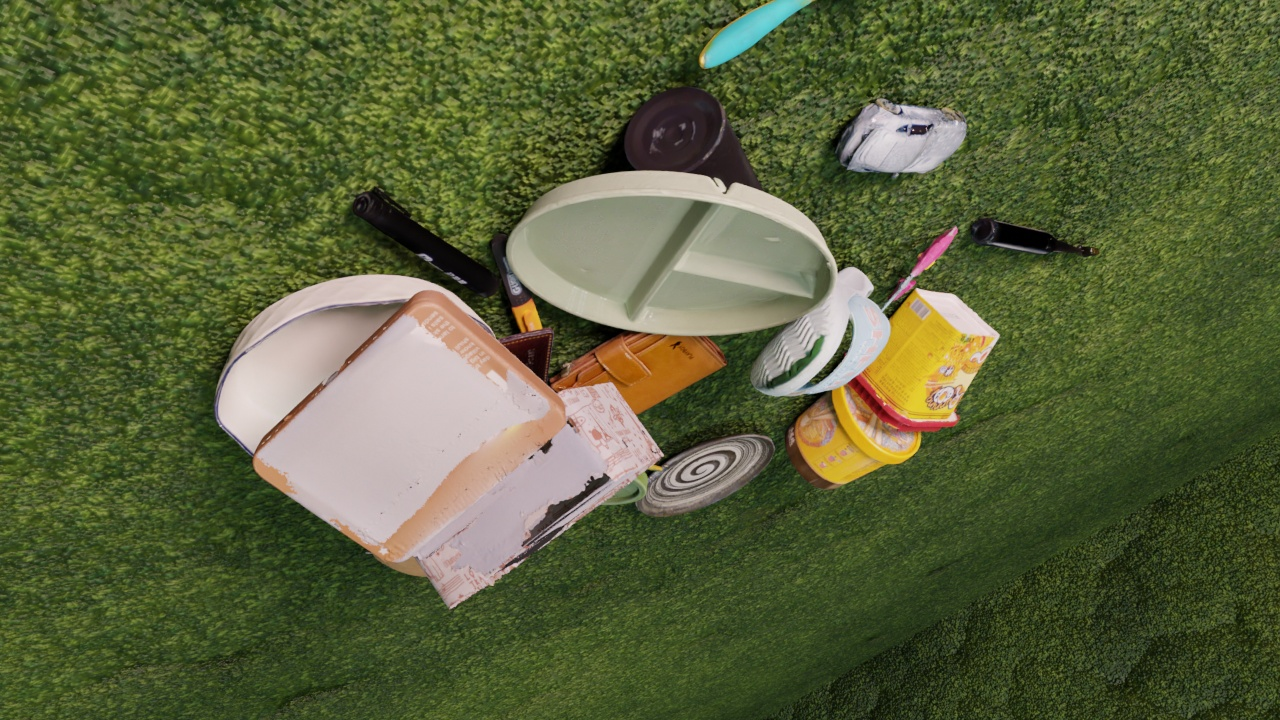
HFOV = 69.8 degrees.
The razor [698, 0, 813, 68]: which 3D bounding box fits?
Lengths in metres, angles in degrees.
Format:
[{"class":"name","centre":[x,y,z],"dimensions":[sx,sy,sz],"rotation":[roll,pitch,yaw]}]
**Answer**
[{"class":"razor","centre":[0.092,-0.215,0.561],"dimensions":[0.132,0.028,0.043],"rotation":[-29,126,2]}]

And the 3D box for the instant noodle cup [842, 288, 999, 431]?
[{"class":"instant noodle cup","centre":[0.298,-0.003,0.967],"dimensions":[0.116,0.116,0.124],"rotation":[3,128,-38]}]

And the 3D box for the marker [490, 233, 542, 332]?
[{"class":"marker","centre":[-0.093,-0.052,0.695],"dimensions":[0.018,0.015,0.124],"rotation":[-26,148,-10]}]

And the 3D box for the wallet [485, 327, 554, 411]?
[{"class":"wallet","centre":[-0.126,0.019,0.690],"dimensions":[0.122,0.020,0.097],"rotation":[-14,149,-24]}]

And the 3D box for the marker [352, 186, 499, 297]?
[{"class":"marker","centre":[-0.140,-0.077,0.620],"dimensions":[0.022,0.020,0.132],"rotation":[-54,145,0]}]

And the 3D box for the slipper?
[{"class":"slipper","centre":[0.163,-0.018,0.782],"dimensions":[0.104,0.074,0.244],"rotation":[-49,174,26]}]

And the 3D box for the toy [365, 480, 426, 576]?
[{"class":"toy","centre":[-0.186,0.142,0.840],"dimensions":[0.143,0.082,0.226],"rotation":[-39,161,-1]}]

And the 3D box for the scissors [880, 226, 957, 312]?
[{"class":"scissors","centre":[0.250,-0.073,0.865],"dimensions":[0.133,0.017,0.131],"rotation":[-46,172,-12]}]

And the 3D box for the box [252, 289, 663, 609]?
[{"class":"box","centre":[-0.114,0.077,0.660],"dimensions":[0.179,0.132,0.271],"rotation":[-39,143,14]}]

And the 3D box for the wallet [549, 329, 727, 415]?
[{"class":"wallet","centre":[-0.005,0.005,0.806],"dimensions":[0.131,0.035,0.119],"rotation":[-29,147,17]}]

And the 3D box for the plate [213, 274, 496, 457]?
[{"class":"plate","centre":[-0.207,0.009,0.681],"dimensions":[0.204,0.045,0.205],"rotation":[-18,150,-11]}]

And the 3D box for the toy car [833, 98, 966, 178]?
[{"class":"toy car","centre":[0.204,-0.168,0.707],"dimensions":[0.120,0.036,0.054],"rotation":[-7,145,-32]}]

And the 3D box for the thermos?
[{"class":"thermos","centre":[0.056,-0.097,0.683],"dimensions":[0.090,0.068,0.242],"rotation":[-18,152,15]}]

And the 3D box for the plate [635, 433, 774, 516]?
[{"class":"plate","centre":[0.074,0.131,1.092],"dimensions":[0.179,0.024,0.180],"rotation":[-19,150,-12]}]

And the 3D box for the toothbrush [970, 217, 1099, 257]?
[{"class":"toothbrush","centre":[0.408,-0.120,0.934],"dimensions":[0.212,0.026,0.027],"rotation":[2,179,-37]}]

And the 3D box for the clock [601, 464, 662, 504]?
[{"class":"clock","centre":[-0.057,0.082,0.832],"dimensions":[0.116,0.056,0.161],"rotation":[-8,151,28]}]

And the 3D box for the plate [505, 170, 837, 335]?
[{"class":"plate","centre":[0.021,-0.069,0.643],"dimensions":[0.230,0.027,0.230],"rotation":[6,160,2]}]

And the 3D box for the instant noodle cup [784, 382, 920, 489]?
[{"class":"instant noodle cup","centre":[0.237,0.083,1.048],"dimensions":[0.118,0.118,0.115],"rotation":[2,148,-37]}]
